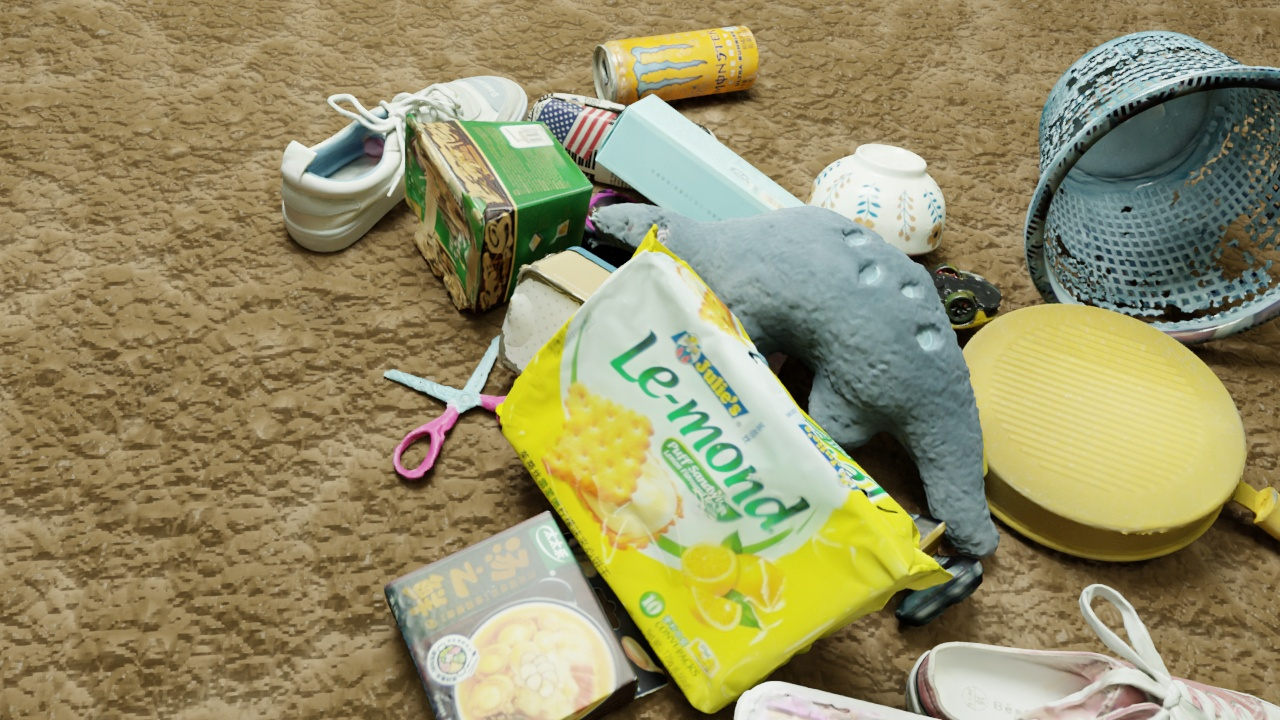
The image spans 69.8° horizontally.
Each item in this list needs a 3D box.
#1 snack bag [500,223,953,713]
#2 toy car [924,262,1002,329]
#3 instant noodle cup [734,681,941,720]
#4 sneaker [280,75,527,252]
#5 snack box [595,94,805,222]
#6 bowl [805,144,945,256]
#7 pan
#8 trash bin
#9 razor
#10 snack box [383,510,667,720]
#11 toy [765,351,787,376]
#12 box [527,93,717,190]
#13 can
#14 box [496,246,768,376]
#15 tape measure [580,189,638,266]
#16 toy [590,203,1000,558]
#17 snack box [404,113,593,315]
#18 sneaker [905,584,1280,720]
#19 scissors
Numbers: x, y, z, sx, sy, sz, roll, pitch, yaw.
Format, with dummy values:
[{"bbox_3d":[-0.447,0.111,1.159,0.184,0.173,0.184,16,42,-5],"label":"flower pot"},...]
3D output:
[{"bbox_3d":[0.033,0.064,0.519,0.246,0.158,0.068,52,28,15],"label":"snack bag"},{"bbox_3d":[0.198,-0.052,0.703,0.156,0.041,0.071,8,30,0],"label":"toy car"},{"bbox_3d":[0.121,0.250,0.456,0.173,0.060,0.137,12,56,4],"label":"instant noodle cup"},{"bbox_3d":[-0.185,-0.185,0.730,0.089,0.091,0.241,35,56,17],"label":"sneaker"},{"bbox_3d":[0.055,-0.129,0.697,0.175,0.052,0.074,36,26,-1],"label":"snack box"},{"bbox_3d":[0.194,-0.136,0.741,0.113,0.062,0.113,7,31,-4],"label":"bowl"},{"bbox_3d":[0.382,0.082,0.632,0.358,0.078,0.197,22,56,17],"label":"pan"},{"bbox_3d":[0.412,-0.155,0.728,0.226,0.227,0.194,13,40,2],"label":"trash bin"},{"bbox_3d":[0.128,0.109,0.577,0.167,0.062,0.067,24,85,17],"label":"razor"},{"bbox_3d":[-0.063,0.155,0.517,0.125,0.053,0.113,-24,59,-17],"label":"snack box"},{"bbox_3d":[0.083,-0.037,0.685,0.083,0.039,0.108,-28,65,-29],"label":"toy"},{"bbox_3d":[-0.014,-0.183,0.769,0.164,0.072,0.060,15,28,0],"label":"box"},{"bbox_3d":[0.033,-0.270,0.843,0.146,0.058,0.058,-13,56,-17],"label":"can"},{"bbox_3d":[-0.004,0.004,0.605,0.184,0.090,0.062,33,33,13],"label":"box"},{"bbox_3d":[-0.023,-0.105,0.722,0.057,0.039,0.057,-21,58,-22],"label":"tape measure"},{"bbox_3d":[0.119,-0.026,0.614,0.356,0.138,0.091,39,17,13],"label":"toy"},{"bbox_3d":[-0.102,-0.116,0.675,0.105,0.118,0.118,-22,62,-28],"label":"snack box"},{"bbox_3d":[0.273,0.199,0.500,0.241,0.088,0.118,13,52,4],"label":"sneaker"},{"bbox_3d":[-0.118,0.032,0.622,0.133,0.017,0.133,18,53,12],"label":"scissors"}]
